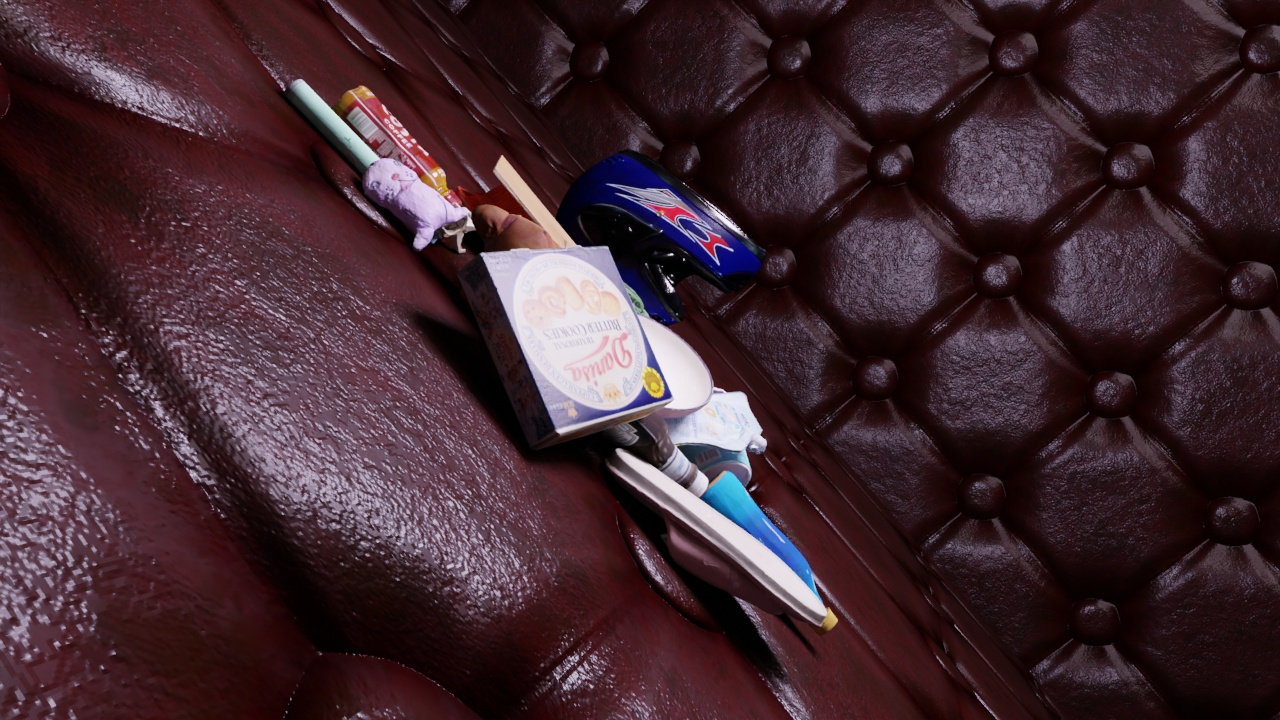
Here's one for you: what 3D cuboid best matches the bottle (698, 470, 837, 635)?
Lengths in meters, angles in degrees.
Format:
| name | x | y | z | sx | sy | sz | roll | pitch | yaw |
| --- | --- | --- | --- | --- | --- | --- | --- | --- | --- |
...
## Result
| name | x | y | z | sx | sy | sz | roll | pitch | yaw |
| --- | --- | --- | --- | --- | --- | --- | --- | --- | --- |
| bottle | 0.149 | 0.231 | 1.084 | 0.218 | 0.065 | 0.065 | 50 | 11 | 7 |

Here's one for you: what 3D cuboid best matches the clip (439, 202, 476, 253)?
| name | x | y | z | sx | sy | sz | roll | pitch | yaw |
| --- | --- | --- | --- | --- | --- | --- | --- | --- | --- |
| clip | -0.201 | -0.164 | 1.061 | 0.034 | 0.081 | 0.105 | 48 | -18 | 3 |

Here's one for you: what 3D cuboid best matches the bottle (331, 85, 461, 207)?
| name | x | y | z | sx | sy | sz | roll | pitch | yaw |
| --- | --- | --- | --- | --- | --- | --- | --- | --- | --- |
| bottle | -0.280 | -0.234 | 1.061 | 0.175 | 0.057 | 0.057 | 48 | 11 | -2 |

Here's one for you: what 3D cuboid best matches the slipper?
| name | x | y | z | sx | sy | sz | roll | pitch | yaw |
| --- | --- | --- | --- | --- | --- | --- | --- | --- | --- |
| slipper | 0.069 | 0.188 | 0.935 | 0.274 | 0.054 | 0.114 | 37 | 6 | 6 |

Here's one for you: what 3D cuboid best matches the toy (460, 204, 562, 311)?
| name | x | y | z | sx | sy | sz | roll | pitch | yaw |
| --- | --- | --- | --- | --- | --- | --- | --- | --- | --- |
| toy | -0.134 | -0.092 | 1.029 | 0.130 | 0.140 | 0.199 | 8 | -4 | 18 |

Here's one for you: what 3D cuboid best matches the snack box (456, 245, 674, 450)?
| name | x | y | z | sx | sy | sz | roll | pitch | yaw |
| --- | --- | --- | --- | --- | --- | --- | --- | --- | --- |
| snack box | -0.066 | -0.020 | 0.883 | 0.177 | 0.046 | 0.182 | -13 | 75 | -52 |

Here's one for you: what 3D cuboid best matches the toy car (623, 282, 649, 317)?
| name | x | y | z | sx | sy | sz | roll | pitch | yaw |
| --- | --- | --- | --- | --- | --- | --- | --- | --- | --- |
| toy car | -0.017 | -0.080 | 1.304 | 0.091 | 0.036 | 0.043 | 42 | 10 | -45 |

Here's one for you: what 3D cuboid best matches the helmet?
| name | x | y | z | sx | sy | sz | roll | pitch | yaw |
| --- | --- | --- | --- | --- | --- | --- | --- | --- | --- |
| helmet | 0.007 | -0.165 | 1.438 | 0.315 | 0.240 | 0.247 | 39 | 6 | 15 |

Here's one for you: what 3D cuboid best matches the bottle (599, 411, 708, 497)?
| name | x | y | z | sx | sy | sz | roll | pitch | yaw |
| --- | --- | --- | --- | --- | --- | --- | --- | --- | --- |
| bottle | -0.001 | 0.083 | 0.995 | 0.195 | 0.080 | 0.043 | 44 | 55 | -22 |

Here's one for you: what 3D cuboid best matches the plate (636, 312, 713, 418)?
| name | x | y | z | sx | sy | sz | roll | pitch | yaw |
| --- | --- | --- | --- | --- | --- | --- | --- | --- | --- |
| plate | -0.006 | 0.006 | 1.082 | 0.192 | 0.039 | 0.192 | 22 | 29 | -14 |

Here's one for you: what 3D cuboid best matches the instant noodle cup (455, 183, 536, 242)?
| name | x | y | z | sx | sy | sz | roll | pitch | yaw |
| --- | --- | --- | --- | --- | --- | --- | --- | --- | --- |
| instant noodle cup | -0.160 | -0.170 | 1.259 | 0.164 | 0.079 | 0.188 | 54 | 6 | 9 |

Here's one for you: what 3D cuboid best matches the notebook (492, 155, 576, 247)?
| name | x | y | z | sx | sy | sz | roll | pitch | yaw |
| --- | --- | --- | --- | --- | --- | --- | --- | --- | --- |
| notebook | -0.119 | -0.176 | 1.197 | 0.207 | 0.008 | 0.147 | 50 | 9 | -18 |

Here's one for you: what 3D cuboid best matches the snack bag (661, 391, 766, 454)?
| name | x | y | z | sx | sy | sz | roll | pitch | yaw |
| --- | --- | --- | --- | --- | --- | --- | --- | --- | --- |
| snack bag | 0.060 | 0.072 | 1.110 | 0.190 | 0.039 | 0.110 | 6 | 27 | -23 |

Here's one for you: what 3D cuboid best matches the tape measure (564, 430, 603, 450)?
| name | x | y | z | sx | sy | sz | roll | pitch | yaw |
| --- | --- | --- | --- | --- | --- | --- | --- | --- | --- |
| tape measure | -0.064 | 0.058 | 0.917 | 0.058 | 0.039 | 0.057 | 48 | 10 | 1 |

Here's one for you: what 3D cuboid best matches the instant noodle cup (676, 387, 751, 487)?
| name | x | y | z | sx | sy | sz | roll | pitch | yaw |
| --- | --- | --- | --- | --- | --- | --- | --- | --- | --- |
| instant noodle cup | 0.088 | 0.114 | 1.183 | 0.111 | 0.111 | 0.120 | 38 | 22 | -42 |

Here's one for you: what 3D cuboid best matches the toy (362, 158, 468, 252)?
| name | x | y | z | sx | sy | sz | roll | pitch | yaw |
| --- | --- | --- | --- | --- | --- | --- | --- | --- | --- |
| toy | -0.250 | -0.171 | 0.978 | 0.108 | 0.039 | 0.083 | 42 | 52 | -5 |

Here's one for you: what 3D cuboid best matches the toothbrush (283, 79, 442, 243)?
| name | x | y | z | sx | sy | sz | roll | pitch | yaw |
| --- | --- | --- | --- | --- | --- | --- | --- | --- | --- |
| toothbrush | -0.299 | -0.216 | 1.005 | 0.224 | 0.027 | 0.026 | 46 | -18 | -9 |
